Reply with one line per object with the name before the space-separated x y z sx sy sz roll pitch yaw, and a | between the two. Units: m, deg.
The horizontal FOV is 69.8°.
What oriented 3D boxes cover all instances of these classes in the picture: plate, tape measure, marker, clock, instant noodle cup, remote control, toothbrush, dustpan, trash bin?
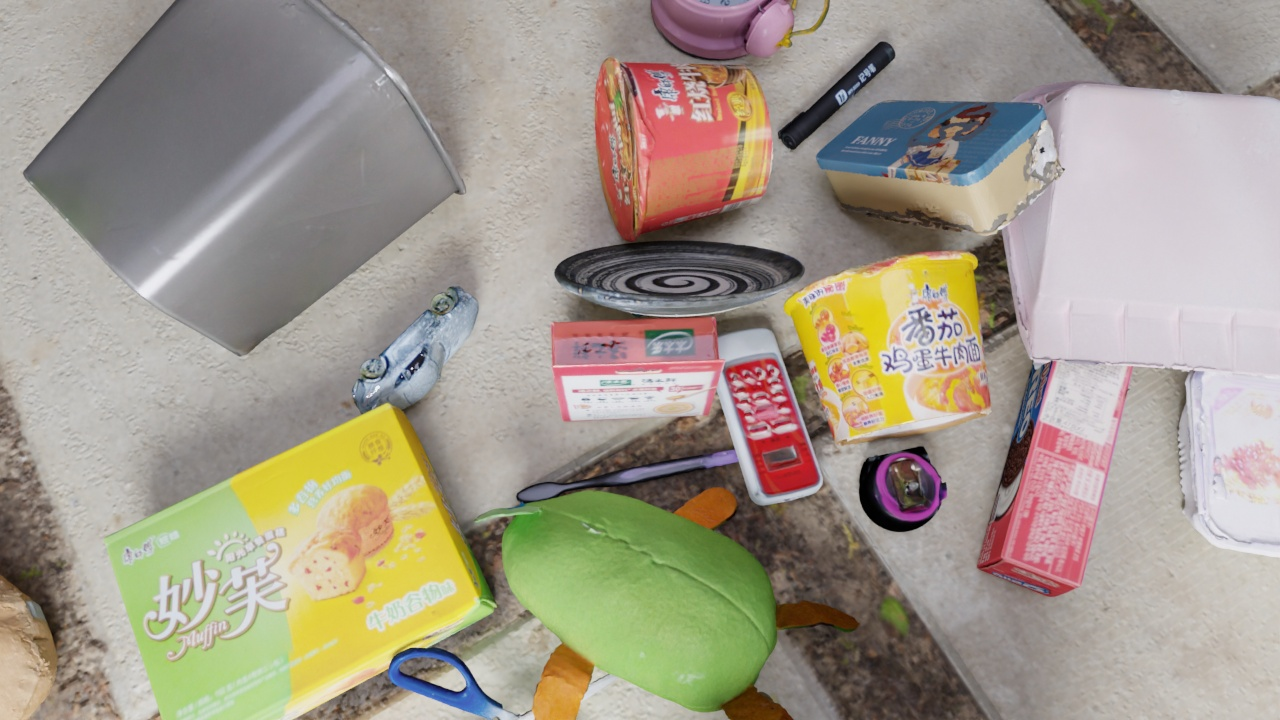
plate | 0.027 -0.058 0.659 0.179 0.179 0.024 -1 108 -1
tape measure | 0.187 0.093 0.659 0.057 0.039 0.057 -9 70 -4
marker | 0.169 -0.228 0.787 0.132 0.020 0.022 -43 47 -13
clock | 0.086 -0.322 0.799 0.158 0.060 0.117 19 72 4
instant noodle cup | 0.179 -0.003 0.650 0.138 0.138 0.109 -9 78 -4
remote control | 0.091 0.039 0.685 0.056 0.020 0.135 -12 69 -9
toothbrush | 0.002 0.084 0.678 0.189 0.017 0.014 -10 74 -7
instant noodle cup | 0.032 -0.166 0.710 0.108 0.138 0.137 -10 70 -13
dustpan | 0.386 -0.111 0.718 0.222 0.139 0.273 6 85 -2
instant noodle cup | 0.468 0.080 0.655 0.173 0.060 0.137 9 70 2
trash bin | -0.284 -0.142 0.670 0.198 0.199 0.219 42 82 15

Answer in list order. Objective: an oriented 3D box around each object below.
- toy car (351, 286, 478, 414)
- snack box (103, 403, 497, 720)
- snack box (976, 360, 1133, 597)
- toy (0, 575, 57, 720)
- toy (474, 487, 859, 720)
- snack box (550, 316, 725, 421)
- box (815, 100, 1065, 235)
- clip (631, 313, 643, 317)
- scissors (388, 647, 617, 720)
toy car | -0.164 -0.003 0.684 0.037 0.054 0.120 35 72 14
snack box | -0.226 0.147 0.621 0.210 0.070 0.157 -26 73 -10
snack box | 0.304 0.062 0.662 0.058 0.057 0.207 20 71 9
toy | -0.491 0.232 0.588 0.225 0.082 0.143 -34 69 -9
toy | 0.011 0.156 0.598 0.247 0.090 0.226 24 39 22
snack box | -0.004 0.004 0.644 0.113 0.127 0.044 -2 70 -2
box | 0.216 -0.150 0.693 0.089 0.059 0.184 -42 32 -15
clip | 0.016 -0.056 0.722 0.055 0.038 0.013 -38 77 -20
scissors | -0.094 0.239 0.593 0.176 0.012 0.162 40 94 -15
